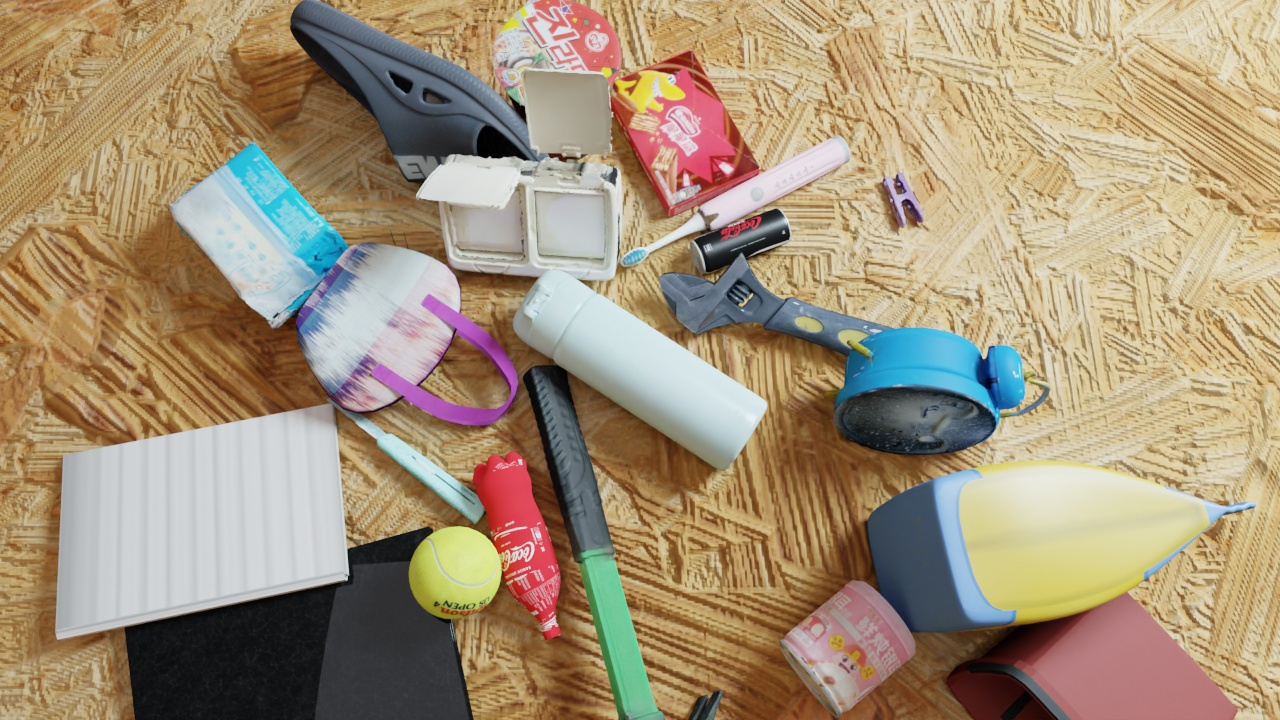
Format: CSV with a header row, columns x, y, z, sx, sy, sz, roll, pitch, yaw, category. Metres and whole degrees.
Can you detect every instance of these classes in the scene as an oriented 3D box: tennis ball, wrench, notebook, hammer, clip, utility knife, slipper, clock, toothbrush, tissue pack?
x,y,z,sx,sy,sz,roll,pitch,yaw,category
-0.133,0.153,0.662,0.065,0.065,0.065,0,73,-1,tennis ball
0.146,-0.026,0.746,0.273,0.022,0.073,19,103,0,wrench
-0.334,0.119,0.699,0.209,0.009,0.142,-11,66,-4,notebook
-0.032,0.148,0.676,0.130,0.032,0.318,-2,63,-35,hammer
0.226,-0.139,0.796,0.036,0.013,0.052,-18,72,-8,clip
-0.185,0.076,0.722,0.158,0.015,0.022,35,38,10,utility knife
-0.194,-0.204,0.758,0.268,0.111,0.083,31,78,11,slipper
0.225,0.027,0.696,0.161,0.117,0.060,8,61,0,clock
0.081,-0.133,0.783,0.222,0.026,0.027,-29,96,-9,toothbrush
-0.306,-0.101,0.747,0.092,0.062,0.144,-42,76,-11,tissue pack
-0.249,0.235,0.672,0.231,0.019,0.169,-15,73,-6,notebook

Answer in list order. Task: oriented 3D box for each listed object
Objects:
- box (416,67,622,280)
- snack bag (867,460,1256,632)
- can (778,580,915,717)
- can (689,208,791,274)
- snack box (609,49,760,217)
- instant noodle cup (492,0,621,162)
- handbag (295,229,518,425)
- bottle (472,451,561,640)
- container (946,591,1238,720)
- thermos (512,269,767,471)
x,y,z,sx,sy,sz,roll,pitch,yaw,category
-0.090,-0.119,0.691,0.145,0.187,0.100,3,55,4,box
0.284,0.127,0.642,0.205,0.159,0.102,-7,73,-5,snack bag
0.149,0.206,0.663,0.076,0.067,0.067,-36,77,-10,can
0.084,-0.100,0.771,0.080,0.031,0.031,-21,75,-7,can
0.035,-0.200,0.805,0.089,0.021,0.133,-25,76,-8,snack box
-0.066,-0.220,0.761,0.100,0.112,0.100,0,73,-2,instant noodle cup
-0.174,-0.010,0.728,0.170,0.068,0.144,32,76,1,handbag
-0.088,0.139,0.690,0.042,0.042,0.141,-19,76,-7,bottle
0.280,0.264,0.626,0.200,0.127,0.148,-37,78,-18,container
-0.004,0.004,0.717,0.207,0.078,0.065,33,92,6,thermos
